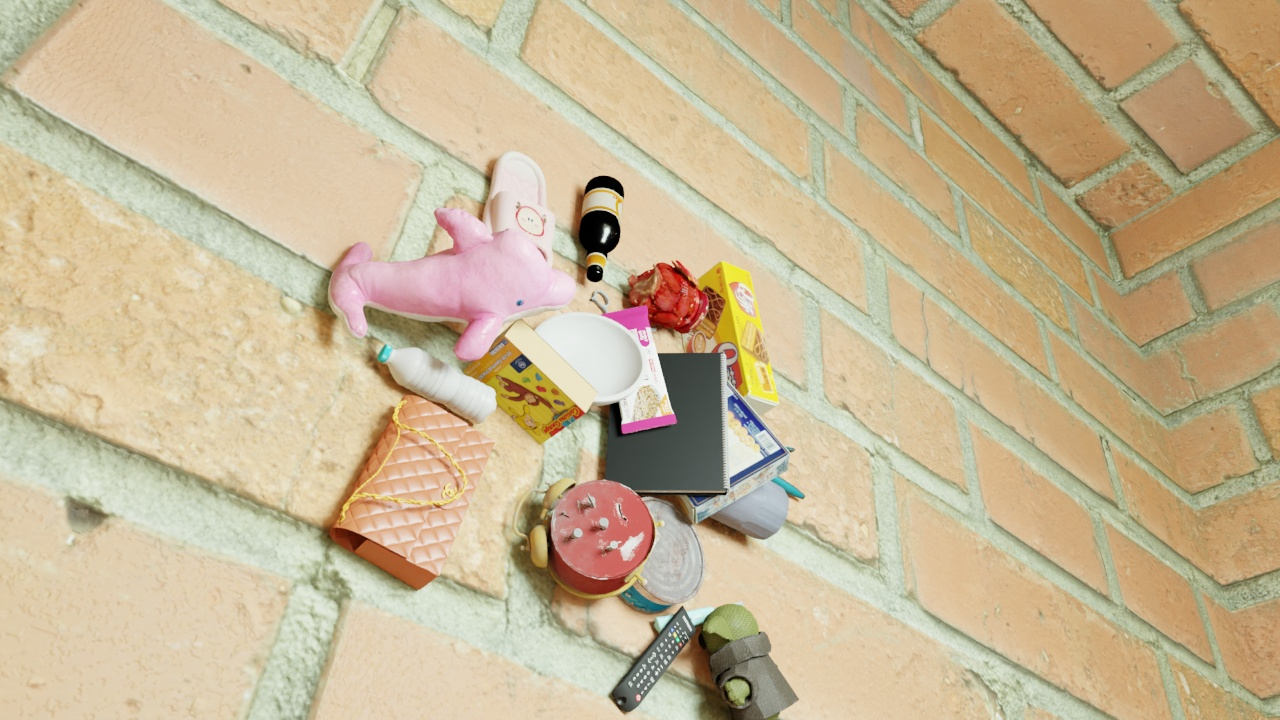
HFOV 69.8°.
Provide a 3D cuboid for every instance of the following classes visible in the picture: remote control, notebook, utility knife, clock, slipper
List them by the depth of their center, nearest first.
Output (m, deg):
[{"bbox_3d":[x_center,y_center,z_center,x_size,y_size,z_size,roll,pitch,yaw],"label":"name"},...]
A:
[{"bbox_3d":[-0.059,0.184,0.992,0.159,0.081,0.116,19,59,0],"label":"clock"},{"bbox_3d":[0.018,0.332,1.028,0.146,0.015,0.033,-39,105,-45],"label":"remote control"},{"bbox_3d":[0.074,0.311,1.118,0.165,0.015,0.022,3,75,-47],"label":"utility knife"},{"bbox_3d":[0.035,0.075,1.154,0.149,0.016,0.206,0,53,4],"label":"notebook"},{"bbox_3d":[-0.155,-0.193,1.218,0.106,0.056,0.221,25,46,-35],"label":"slipper"}]

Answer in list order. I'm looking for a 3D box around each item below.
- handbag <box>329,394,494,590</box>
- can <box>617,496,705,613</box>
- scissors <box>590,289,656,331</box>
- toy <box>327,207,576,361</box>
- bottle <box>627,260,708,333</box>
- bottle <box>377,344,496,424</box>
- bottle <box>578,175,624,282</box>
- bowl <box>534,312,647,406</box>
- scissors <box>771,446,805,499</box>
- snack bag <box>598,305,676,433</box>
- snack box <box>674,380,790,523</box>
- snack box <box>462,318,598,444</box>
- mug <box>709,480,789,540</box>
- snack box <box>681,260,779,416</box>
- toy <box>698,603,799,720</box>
[{"bbox_3d":[-0.223,0.123,0.917,0.109,0.060,0.171,34,43,-17],"label":"handbag"},{"bbox_3d":[0.015,0.230,1.090,0.130,0.044,0.129,26,47,-31],"label":"can"},{"bbox_3d":[-0.037,-0.035,1.256,0.174,0.014,0.141,-18,73,-48],"label":"scissors"},{"bbox_3d":[-0.201,-0.099,0.985,0.265,0.128,0.186,-2,44,-9],"label":"toy"},{"bbox_3d":[0.040,-0.098,1.316,0.111,0.099,0.098,28,45,-33],"label":"bottle"},{"bbox_3d":[-0.222,0.023,1.000,0.136,0.044,0.044,31,44,-26],"label":"bottle"},{"bbox_3d":[-0.058,-0.183,1.306,0.059,0.059,0.181,29,45,-28],"label":"bottle"},{"bbox_3d":[-0.069,0.006,1.149,0.149,0.043,0.149,9,46,-10],"label":"bowl"},{"bbox_3d":[0.193,0.159,1.345,0.154,0.019,0.124,-21,77,-48],"label":"scissors"},{"bbox_3d":[-0.007,0.007,1.189,0.070,0.016,0.196,-12,53,-2],"label":"snack bag"},{"bbox_3d":[0.089,0.110,1.162,0.145,0.043,0.144,-27,56,-16],"label":"snack box"},{"bbox_3d":[-0.127,0.025,1.059,0.126,0.088,0.040,45,40,-12],"label":"snack box"},{"bbox_3d":[0.129,0.173,1.232,0.104,0.084,0.124,30,17,-28],"label":"mug"},{"bbox_3d":[0.123,-0.019,1.329,0.061,0.110,0.229,17,51,-36],"label":"snack box"},{"bbox_3d":[0.122,0.362,1.074,0.152,0.078,0.179,65,15,19],"label":"toy"}]
